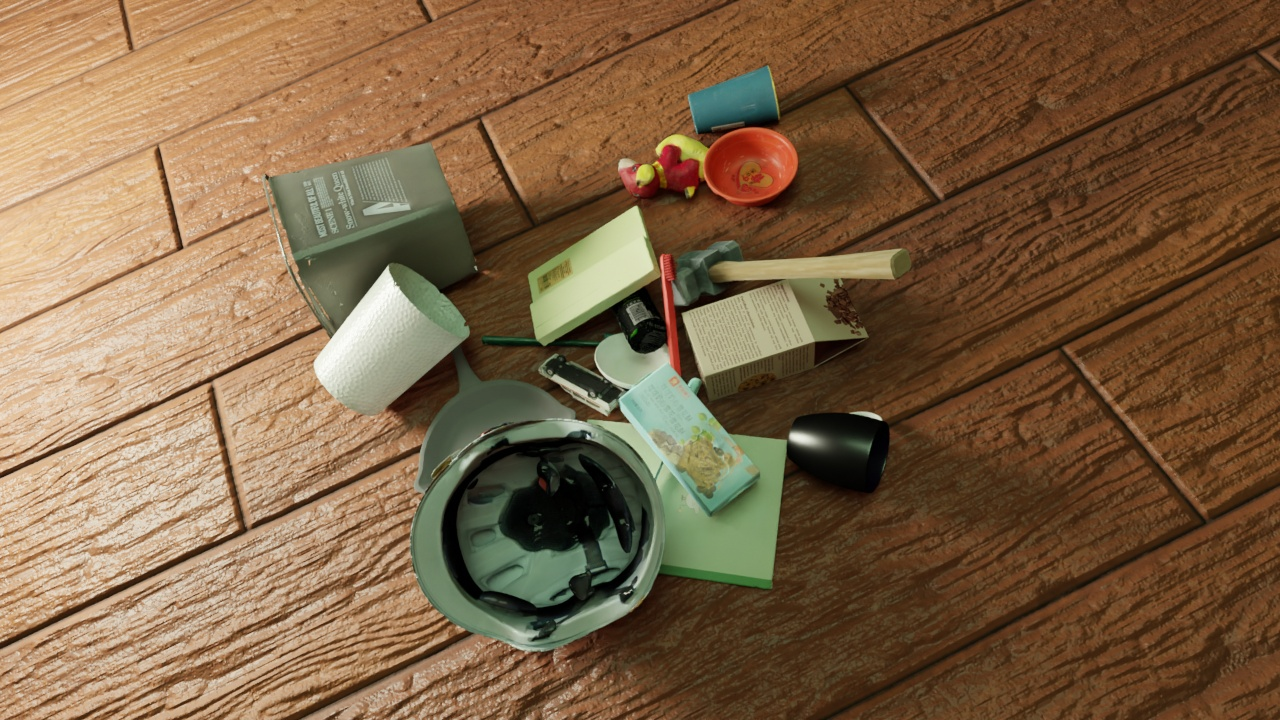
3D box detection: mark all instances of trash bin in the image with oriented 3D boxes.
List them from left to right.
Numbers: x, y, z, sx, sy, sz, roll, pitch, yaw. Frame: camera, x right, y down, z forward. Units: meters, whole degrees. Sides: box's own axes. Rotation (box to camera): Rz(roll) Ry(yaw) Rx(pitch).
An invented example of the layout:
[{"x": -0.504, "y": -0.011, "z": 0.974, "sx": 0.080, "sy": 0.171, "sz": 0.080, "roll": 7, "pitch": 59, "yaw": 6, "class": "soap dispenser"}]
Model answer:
[{"x": -0.355, "y": -0.170, "z": 1.243, "sx": 0.220, "sy": 0.198, "sz": 0.197, "roll": -21, "pitch": 61, "yaw": -9, "class": "trash bin"}, {"x": -0.321, "y": -0.021, "z": 1.169, "sx": 0.161, "sy": 0.133, "sz": 0.133, "roll": -44, "pitch": 62, "yaw": 9, "class": "trash bin"}]

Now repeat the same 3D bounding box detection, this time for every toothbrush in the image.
[{"x": -0.118, "y": -0.028, "z": 1.215, "sx": 0.190, "sy": 0.016, "sz": 0.017, "roll": 1, "pitch": 65, "yaw": 11, "class": "toothbrush"}, {"x": 0.043, "y": -0.026, "z": 1.128, "sx": 0.018, "sy": 0.012, "sz": 0.212, "roll": -5, "pitch": 91, "yaw": 47, "class": "toothbrush"}]

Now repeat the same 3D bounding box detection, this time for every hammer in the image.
[{"x": 0.167, "y": -0.108, "z": 1.081, "sx": 0.117, "sy": 0.051, "sz": 0.324, "roll": -33, "pitch": 23, "yaw": -35, "class": "hammer"}]

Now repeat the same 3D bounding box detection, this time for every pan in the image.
[{"x": -0.204, "y": 0.067, "z": 1.175, "sx": 0.216, "sy": 0.024, "sz": 0.354, "roll": -25, "pitch": 62, "yaw": -4, "class": "pan"}]

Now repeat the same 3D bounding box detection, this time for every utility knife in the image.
[{"x": 0.035, "y": 0.097, "z": 1.106, "sx": 0.016, "sy": 0.022, "sz": 0.177, "roll": 18, "pitch": 71, "yaw": 21, "class": "utility knife"}]

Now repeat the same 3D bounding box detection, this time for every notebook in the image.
[{"x": 0.039, "y": 0.165, "z": 1.089, "sx": 0.253, "sy": 0.010, "sz": 0.181, "roll": 5, "pitch": 63, "yaw": 13, "class": "notebook"}]

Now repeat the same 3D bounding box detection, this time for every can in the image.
[{"x": -0.009, "y": -0.067, "z": 1.181, "sx": 0.054, "sy": 0.054, "sz": 0.137, "roll": -24, "pitch": 47, "yaw": -3, "class": "can"}]

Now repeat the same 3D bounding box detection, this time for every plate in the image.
[{"x": -0.007, "y": 0.007, "z": 1.160, "sx": 0.104, "sy": 0.026, "sz": 0.104, "roll": 5, "pitch": 40, "yaw": -5, "class": "plate"}]

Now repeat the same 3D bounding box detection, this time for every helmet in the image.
[{"x": -0.107, "y": 0.180, "z": 1.003, "sx": 0.264, "sy": 0.164, "sz": 0.236, "roll": -18, "pitch": 87, "yaw": -2, "class": "helmet"}]

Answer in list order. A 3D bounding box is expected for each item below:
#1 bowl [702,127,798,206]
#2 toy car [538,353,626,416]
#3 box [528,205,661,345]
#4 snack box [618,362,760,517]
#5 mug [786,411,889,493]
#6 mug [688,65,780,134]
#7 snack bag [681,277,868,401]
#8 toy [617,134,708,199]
[{"x": 0.153, "y": -0.259, "z": 1.273, "sx": 0.130, "sy": 0.045, "sz": 0.130, "roll": -4, "pitch": 62, "yaw": 8, "class": "bowl"}, {"x": -0.075, "y": 0.032, "z": 1.164, "sx": 0.113, "sy": 0.039, "sz": 0.039, "roll": 26, "pitch": 46, "yaw": 23, "class": "toy car"}, {"x": -0.067, "y": -0.114, "z": 1.202, "sx": 0.187, "sy": 0.024, "sz": 0.137, "roll": -29, "pitch": 45, "yaw": 19, "class": "box"}, {"x": 0.056, "y": 0.092, "z": 1.069, "sx": 0.075, "sy": 0.053, "sz": 0.174, "roll": -37, "pitch": 76, "yaw": -11, "class": "snack box"}, {"x": 0.232, "y": 0.092, "z": 1.062, "sx": 0.100, "sy": 0.085, "sz": 0.118, "roll": 12, "pitch": 34, "yaw": 29, "class": "mug"}, {"x": 0.134, "y": -0.369, "z": 1.323, "sx": 0.121, "sy": 0.078, "sz": 0.078, "roll": -14, "pitch": 61, "yaw": 8, "class": "mug"}, {"x": 0.166, "y": -0.035, "z": 1.138, "sx": 0.206, "sy": 0.070, "sz": 0.094, "roll": -18, "pitch": 61, "yaw": 0, "class": "snack bag"}, {"x": 0.042, "y": -0.266, "z": 1.294, "sx": 0.137, "sy": 0.067, "sz": 0.105, "roll": -27, "pitch": 63, "yaw": -19, "class": "toy"}]
